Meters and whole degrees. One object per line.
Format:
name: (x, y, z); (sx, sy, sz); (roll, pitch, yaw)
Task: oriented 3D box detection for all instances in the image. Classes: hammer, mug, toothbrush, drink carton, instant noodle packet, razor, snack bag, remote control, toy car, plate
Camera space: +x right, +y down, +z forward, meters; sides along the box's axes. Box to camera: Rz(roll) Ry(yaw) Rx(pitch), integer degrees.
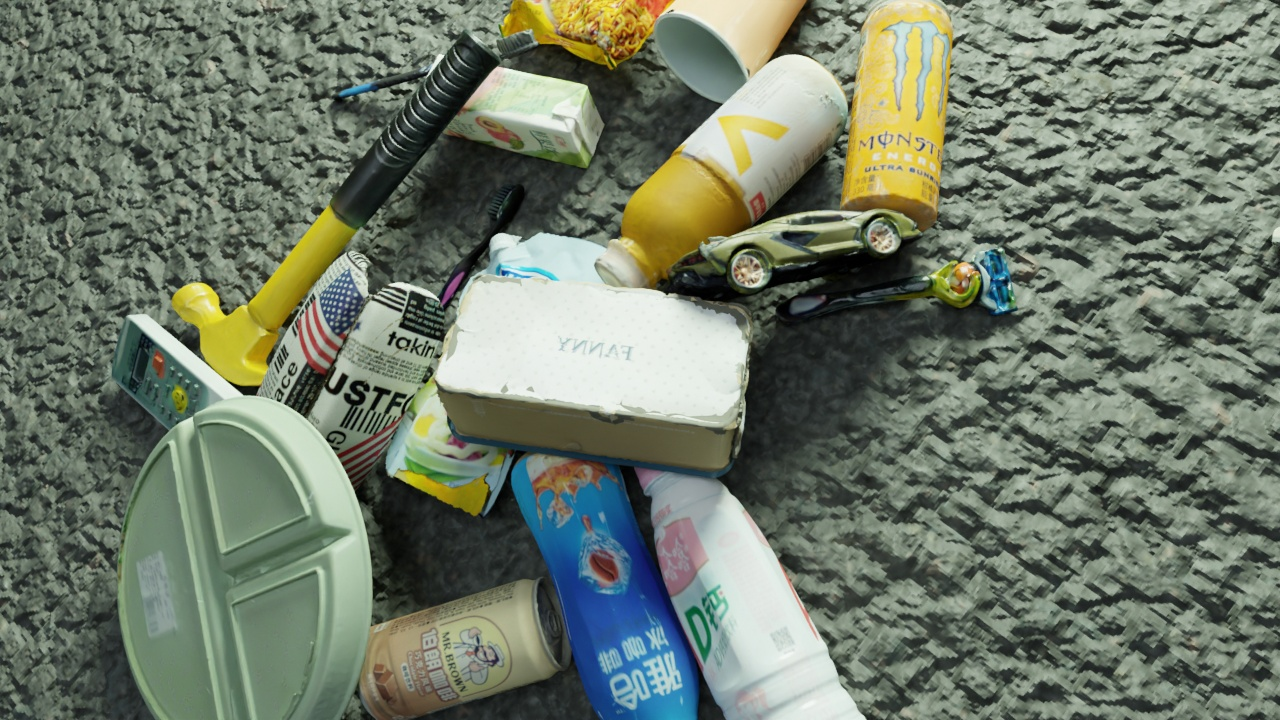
hammer: (-0.203, -0.101, 0.635); (0.129, 0.032, 0.301); (45, 101, 16)
mug: (0.074, -0.248, 0.626); (0.078, 0.078, 0.122); (31, 77, 21)
toothbrush: (-0.137, -0.048, 0.644); (0.018, 0.014, 0.189); (28, 81, 31)
drink carton: (-0.090, -0.178, 0.653); (0.122, 0.053, 0.045); (16, 76, 18)
instant noodle packet: (-0.032, -0.264, 0.659); (0.128, 0.044, 0.110); (29, 77, 41)
razor: (0.154, -0.042, 0.563); (0.143, 0.022, 0.042); (-8, 69, 12)
snack bag: (-0.094, 0.001, 0.599); (0.110, 0.039, 0.190); (15, 77, 42)
remote control: (-0.328, 0.022, 0.653); (0.135, 0.019, 0.056); (34, 111, 22)
toy car: (0.090, -0.062, 0.538); (0.158, 0.070, 0.042); (-13, 85, -19)
toothbrush: (-0.159, -0.219, 0.687); (0.190, 0.016, 0.014); (-5, 33, 25)
plate: (-0.252, 0.136, 0.560); (0.231, 0.027, 0.230); (-3, 85, 31)

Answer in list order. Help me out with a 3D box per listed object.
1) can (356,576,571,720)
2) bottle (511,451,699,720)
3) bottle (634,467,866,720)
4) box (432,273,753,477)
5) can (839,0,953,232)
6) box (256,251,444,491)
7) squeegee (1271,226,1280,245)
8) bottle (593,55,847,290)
can: (-0.104, 0.170, 0.538); (0.116, 0.058, 0.058); (-19, 69, 8)
bottle: (-0.011, 0.149, 0.519); (0.065, 0.065, 0.218); (-25, 69, 5)
bottle: (0.054, 0.134, 0.506); (0.068, 0.068, 0.196); (-28, 67, 4)
box: (-0.030, 0.007, 0.517); (0.184, 0.062, 0.089); (8, 58, 10)
can: (0.162, -0.153, 0.577); (0.058, 0.058, 0.145); (5, 74, 16)
box: (-0.200, 0.011, 0.598); (0.086, 0.075, 0.162); (35, 100, 30)
squeegee: (0.503, -0.158, 0.505); (0.247, 0.039, 0.246); (4, 66, 34)
bottle: (0.049, -0.111, 0.578); (0.189, 0.068, 0.068); (-45, 67, -10)
